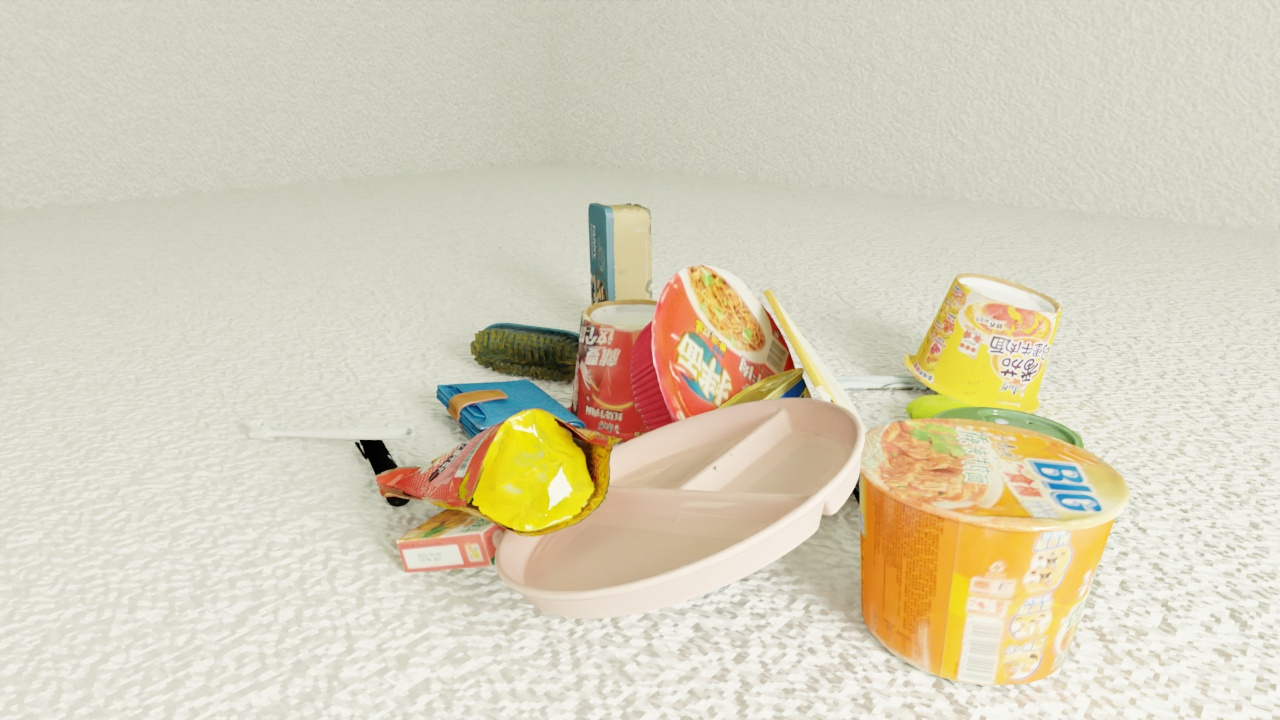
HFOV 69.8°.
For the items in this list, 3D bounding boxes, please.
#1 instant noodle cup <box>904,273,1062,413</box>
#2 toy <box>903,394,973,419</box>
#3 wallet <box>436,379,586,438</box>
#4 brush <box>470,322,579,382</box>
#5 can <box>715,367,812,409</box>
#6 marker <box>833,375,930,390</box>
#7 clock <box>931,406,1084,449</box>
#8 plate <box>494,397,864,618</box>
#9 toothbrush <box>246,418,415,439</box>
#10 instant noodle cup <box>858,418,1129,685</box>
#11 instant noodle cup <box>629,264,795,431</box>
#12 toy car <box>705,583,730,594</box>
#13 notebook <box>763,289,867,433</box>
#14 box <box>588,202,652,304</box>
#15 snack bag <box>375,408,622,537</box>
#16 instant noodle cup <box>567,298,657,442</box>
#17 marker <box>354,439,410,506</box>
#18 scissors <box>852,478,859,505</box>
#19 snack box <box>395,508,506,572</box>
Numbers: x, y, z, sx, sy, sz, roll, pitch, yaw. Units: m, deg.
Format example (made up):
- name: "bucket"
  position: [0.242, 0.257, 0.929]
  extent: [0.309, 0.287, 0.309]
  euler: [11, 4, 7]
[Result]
- name: "instant noodle cup"
  position: [0.361, -0.022, 0.949]
  extent: [0.138, 0.110, 0.137]
  euler: [11, 23, -5]
- name: "toy"
  position: [0.302, 0.055, 0.872]
  extent: [0.100, 0.031, 0.096]
  euler: [11, 17, 17]
- name: "wallet"
  position: [-0.126, 0.048, 0.864]
  extent: [0.106, 0.040, 0.133]
  euler: [-3, 17, -28]
- name: "brush"
  position: [-0.114, -0.013, 1.024]
  extent: [0.144, 0.055, 0.073]
  euler: [7, 19, 20]
- name: "can"
  position: [0.106, 0.063, 0.722]
  extent: [0.057, 0.083, 0.101]
  euler: [-21, 5, 37]
- name: "marker"
  position: [0.271, 0.025, 0.993]
  extent: [0.146, 0.017, 0.017]
  euler: [0, 18, -4]
- name: "clock"
  position: [0.279, 0.079, 0.754]
  extent: [0.161, 0.056, 0.115]
  euler: [18, 23, 42]
- name: "plate"
  position: [0.024, 0.083, 0.547]
  extent: [0.229, 0.028, 0.229]
  euler: [-20, 13, 5]
- name: "toothbrush"
  position: [-0.274, 0.060, 0.803]
  extent: [0.180, 0.016, 0.016]
  euler: [-1, 24, 22]
- name: "instant noodle cup"
  position: [0.198, 0.112, 0.548]
  extent: [0.151, 0.111, 0.151]
  euler: [1, 17, 0]
- name: "instant noodle cup"
  position: [0.058, 0.018, 0.786]
  extent: [0.066, 0.194, 0.193]
  euler: [-23, -2, 41]
- name: "toy car"
  position: [0.015, 0.135, 0.594]
  extent: [0.106, 0.031, 0.048]
  euler: [-6, 11, 30]
- name: "notebook"
  position: [0.162, 0.029, 0.770]
  extent: [0.010, 0.146, 0.206]
  euler: [-35, 21, 12]
- name: "box"
  position: [-0.026, -0.119, 1.157]
  extent: [0.063, 0.184, 0.090]
  euler: [-8, 14, -17]
- name: "snack bag"
  position: [-0.099, 0.069, 0.616]
  extent: [0.128, 0.073, 0.208]
  euler: [-24, 7, -25]
- name: "instant noodle cup"
  position: [-0.005, 0.005, 0.884]
  extent: [0.138, 0.109, 0.137]
  euler: [1, 18, 0]
- name: "marker"
  position: [-0.215, 0.087, 0.760]
  extent: [0.022, 0.020, 0.132]
  euler: [-24, 25, -19]
- name: "scissors"
  position: [0.164, 0.079, 0.816]
  extent: [0.182, 0.015, 0.208]
  euler: [14, 21, 31]
- name: "snack box"
  position: [-0.093, 0.106, 0.660]
  extent: [0.077, 0.027, 0.155]
  euler: [-11, 9, 30]
